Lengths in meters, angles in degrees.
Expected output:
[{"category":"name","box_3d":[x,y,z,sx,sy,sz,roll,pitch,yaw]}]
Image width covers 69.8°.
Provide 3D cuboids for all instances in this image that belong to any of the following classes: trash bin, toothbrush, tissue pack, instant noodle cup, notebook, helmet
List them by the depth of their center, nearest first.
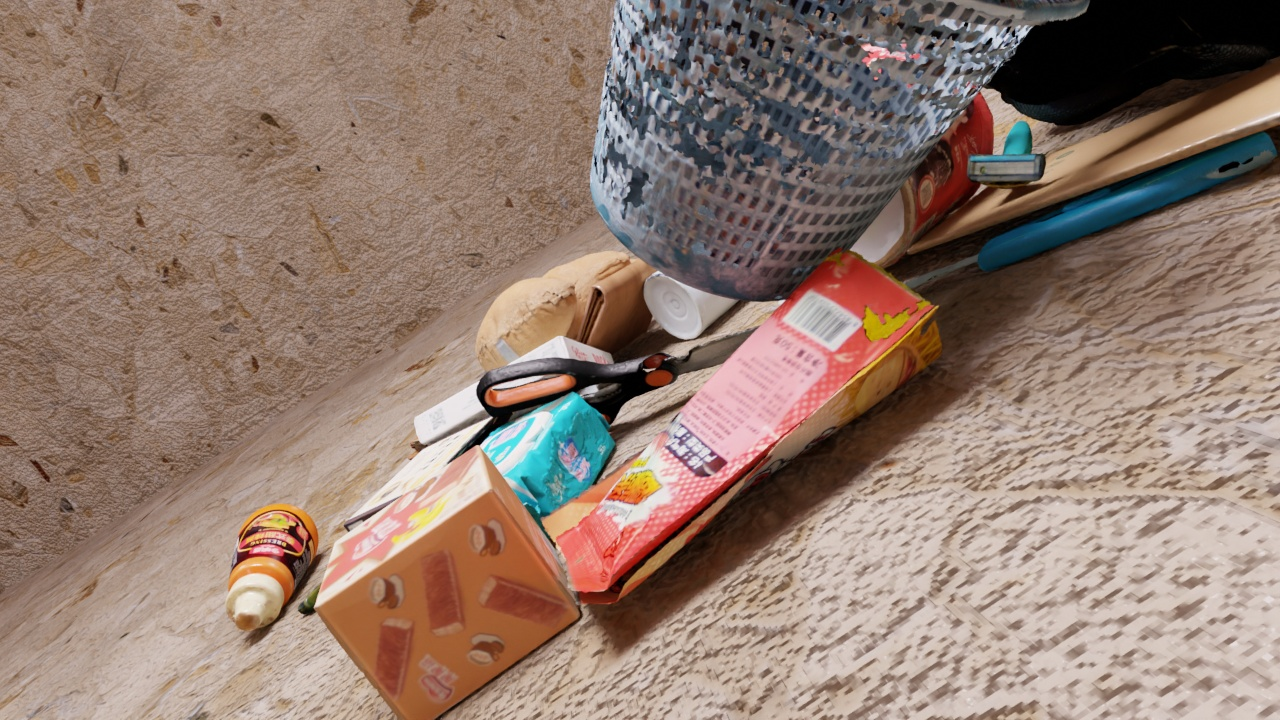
[{"category":"trash bin","box_3d":[0.070,-0.147,0.473,0.225,0.226,0.196,-47,-15,-47]},{"category":"notebook","box_3d":[0.273,-0.120,0.530,0.147,0.008,0.208,-35,9,-37]},{"category":"helmet","box_3d":[0.273,-0.270,0.568,0.233,0.275,0.230,-20,-42,-63]},{"category":"tissue pack","box_3d":[-0.078,0.077,0.584,0.093,0.050,0.133,-25,15,25]},{"category":"instant noodle cup","box_3d":[0.154,-0.131,0.619,0.138,0.138,0.108,-18,22,48]},{"category":"toothbrush","box_3d":[-0.223,0.146,0.755,0.017,0.012,0.185,-38,9,28]}]

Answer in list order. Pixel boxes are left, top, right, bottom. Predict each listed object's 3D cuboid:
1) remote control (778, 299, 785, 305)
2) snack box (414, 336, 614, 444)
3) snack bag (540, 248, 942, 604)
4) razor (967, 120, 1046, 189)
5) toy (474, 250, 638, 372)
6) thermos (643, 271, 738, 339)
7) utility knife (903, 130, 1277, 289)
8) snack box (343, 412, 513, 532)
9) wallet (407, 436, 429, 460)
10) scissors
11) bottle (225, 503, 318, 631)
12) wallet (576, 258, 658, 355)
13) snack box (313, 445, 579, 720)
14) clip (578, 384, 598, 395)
[{"category":"remote control","box_3d":[0.140,-0.071,0.678,0.049,0.024,0.124,-22,16,36]},{"category":"snack box","box_3d":[-0.104,0.031,0.772,0.157,0.027,0.084,-27,-20,21]},{"category":"snack bag","box_3d":[0.043,0.035,0.445,0.207,0.073,0.128,-39,11,-6]},{"category":"razor","box_3d":[0.241,-0.134,0.593,0.043,0.028,0.132,1,25,26]},{"category":"toy","box_3d":[-0.058,-0.050,0.849,0.144,0.082,0.225,-28,2,42]},{"category":"thermos","box_3d":[0.098,-0.103,0.803,0.219,0.070,0.070,-40,15,-29]},{"category":"utility knife","box_3d":[0.227,-0.073,0.500,0.204,0.018,0.034,-24,16,35]},{"category":"snack box","box_3d":[-0.144,0.088,0.691,0.126,0.053,0.113,-24,15,32]},{"category":"wallet","box_3d":[-0.171,0.055,0.916,0.132,0.031,0.107,-25,18,48]},{"category":"scissors","box_3d":[0.003,0.015,0.636,0.234,0.161,0.021,-3,55,-3]},{"category":"bottle","box_3d":[-0.307,0.173,0.754,0.067,0.067,0.149,-32,20,0]},{"category":"wallet","box_3d":[-0.014,-0.043,0.799,0.101,0.020,0.116,-34,-22,-38]},{"category":"snack box","box_3d":[-0.095,0.107,0.455,0.094,0.077,0.093,-34,14,-7]},{"category":"clip","box_3d":[-0.037,0.036,0.712,0.024,0.026,0.056,-29,23,19]}]
